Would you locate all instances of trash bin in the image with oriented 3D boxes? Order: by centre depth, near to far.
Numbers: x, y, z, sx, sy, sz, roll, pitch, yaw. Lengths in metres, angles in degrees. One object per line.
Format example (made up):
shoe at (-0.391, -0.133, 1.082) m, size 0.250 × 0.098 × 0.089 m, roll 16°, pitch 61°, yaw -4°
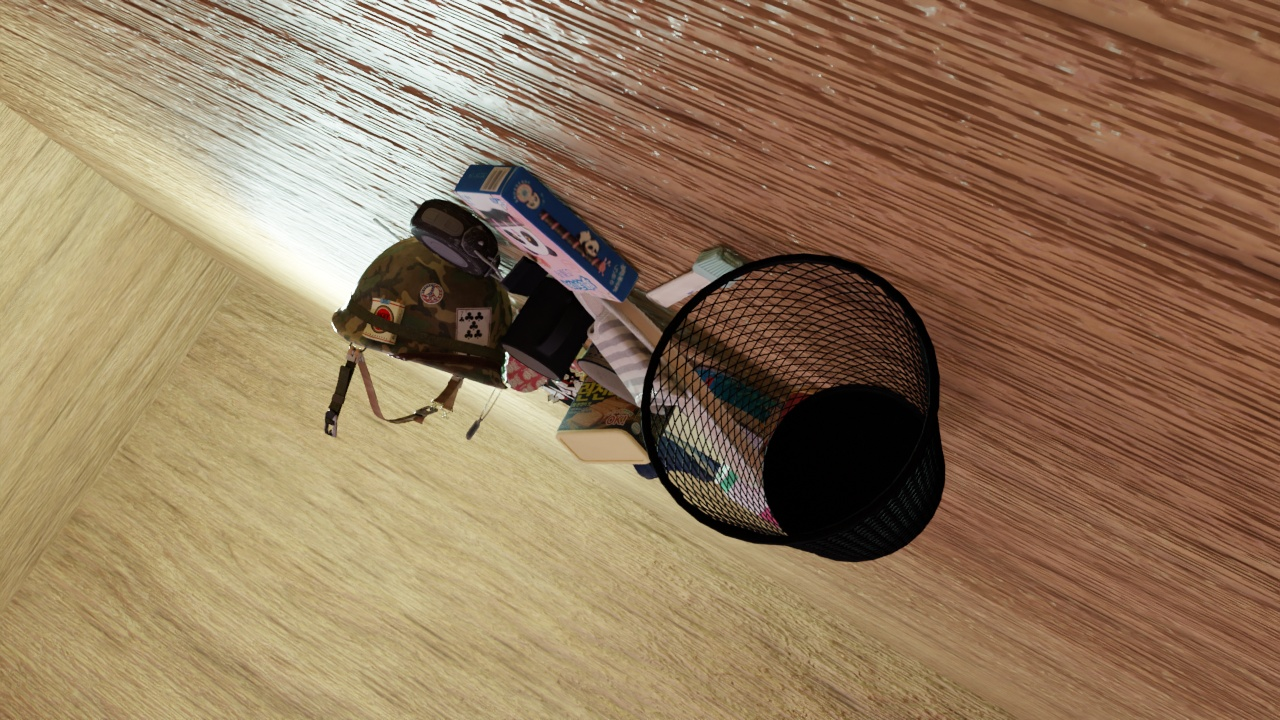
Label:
trash bin at (0.126, 0.054, 0.644) m, size 0.184 × 0.184 × 0.210 m, roll 23°, pitch 172°, yaw 31°

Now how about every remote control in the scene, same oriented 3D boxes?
remote control at (-0.112, -0.080, 0.891) m, size 0.013 × 0.034 × 0.150 m, roll 41°, pitch -178°, yaw -2°

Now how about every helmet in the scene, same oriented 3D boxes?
helmet at (-0.246, -0.019, 1.049) m, size 0.224 × 0.236 × 0.192 m, roll 41°, pitch -171°, yaw 27°

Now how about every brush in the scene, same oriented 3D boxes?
brush at (0.039, -0.063, 0.751) m, size 0.033 × 0.012 × 0.218 m, roll 32°, pitch 169°, yaw -10°
brush at (-0.109, -0.033, 1.169) m, size 0.041 × 0.030 × 0.172 m, roll 26°, pitch 167°, yaw 27°

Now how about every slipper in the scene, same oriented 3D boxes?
slipper at (0.025, 0.026, 0.893) m, size 0.272 × 0.054 × 0.115 m, roll 47°, pitch 165°, yaw 2°
slipper at (0.025, 0.136, 1.387) m, size 0.253 × 0.095 × 0.105 m, roll 23°, pitch 164°, yaw 45°

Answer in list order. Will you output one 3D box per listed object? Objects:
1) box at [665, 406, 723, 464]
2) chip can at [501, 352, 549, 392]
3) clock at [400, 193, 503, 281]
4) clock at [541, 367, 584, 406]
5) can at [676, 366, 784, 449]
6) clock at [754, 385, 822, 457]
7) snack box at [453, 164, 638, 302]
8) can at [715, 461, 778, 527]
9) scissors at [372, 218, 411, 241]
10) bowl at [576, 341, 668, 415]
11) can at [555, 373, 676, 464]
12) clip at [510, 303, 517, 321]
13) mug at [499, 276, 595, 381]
box at (0.047, 0.077, 1.217) m, size 0.188 × 0.048 × 0.141 m, roll 33°, pitch 170°, yaw -7°
chip can at (-0.203, -0.018, 1.295) m, size 0.075 × 0.075 × 0.223 m, roll 39°, pitch 172°, yaw -34°
clock at (-0.184, -0.127, 0.939) m, size 0.123 × 0.043 × 0.091 m, roll 27°, pitch 167°, yaw 16°
clock at (-0.092, 0.051, 1.382) m, size 0.114 × 0.065 × 0.155 m, roll 35°, pitch 168°, yaw -21°
can at (0.105, 0.059, 0.995) m, size 0.130 × 0.044 × 0.130 m, roll 29°, pitch 168°, yaw 7°
clock at (0.186, 0.093, 0.854) m, size 0.159 × 0.081 × 0.117 m, roll 20°, pitch 164°, yaw 41°
snack box at (-0.080, -0.109, 0.791) m, size 0.154 × 0.033 × 0.088 m, roll 40°, pitch 167°, yaw -36°
can at (0.180, 0.159, 1.113) m, size 0.166 × 0.088 × 0.088 m, roll 31°, pitch 168°, yaw -1°
scissors at (-0.305, -0.139, 1.248) m, size 0.170 × 0.014 × 0.168 m, roll 39°, pitch 165°, yaw -36°
bowl at (-0.006, 0.006, 1.011) m, size 0.115 × 0.059 × 0.115 m, roll 29°, pitch 168°, yaw 7°
can at (-0.028, 0.068, 1.120) m, size 0.131 × 0.100 × 0.072 m, roll -6°, pitch 136°, yaw 42°
clip at (-0.154, -0.053, 1.202) m, size 0.054 × 0.041 × 0.101 m, roll 21°, pitch 176°, yaw 10°
mug at (-0.091, -0.035, 0.982) m, size 0.078 × 0.088 × 0.114 m, roll 34°, pitch 168°, yaw -14°
